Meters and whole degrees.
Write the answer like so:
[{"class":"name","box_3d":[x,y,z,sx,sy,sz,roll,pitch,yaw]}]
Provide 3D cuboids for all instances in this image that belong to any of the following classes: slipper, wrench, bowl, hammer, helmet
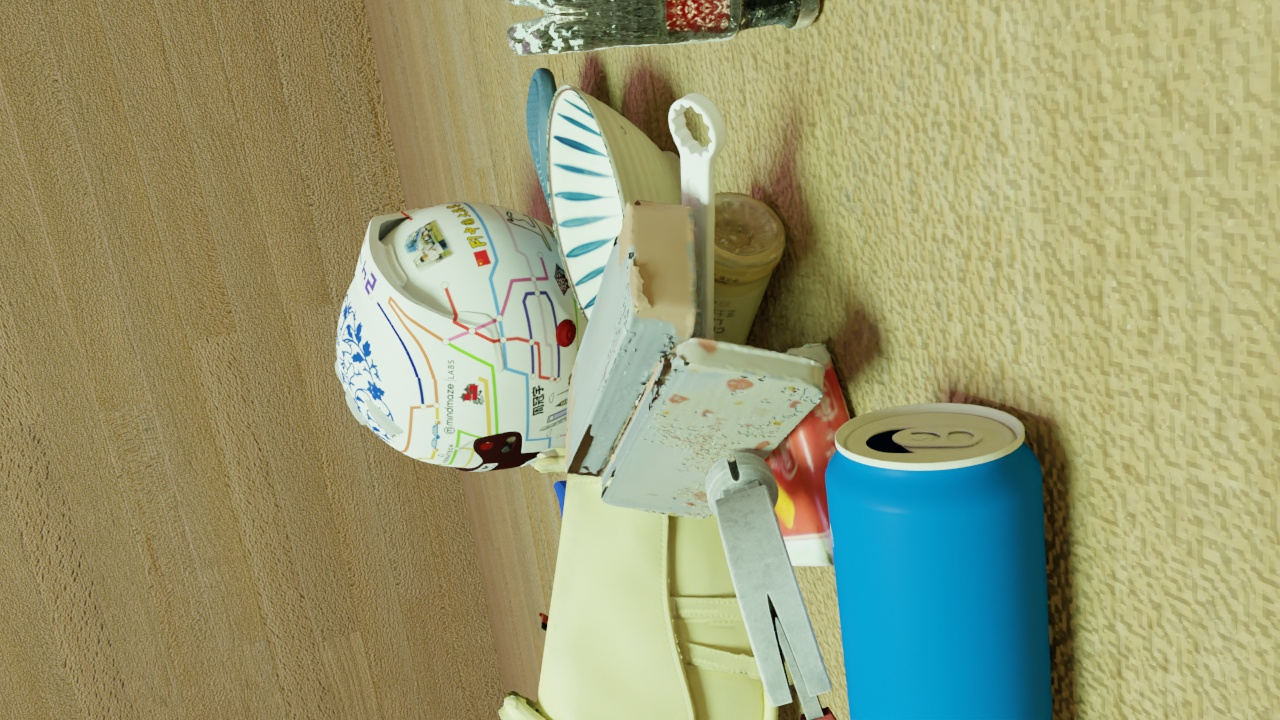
[{"class":"slipper","box_3d":[-0.053,-0.149,0.770,0.214,0.059,0.103,76,177,-49]},{"class":"wrench","box_3d":[0.032,-0.021,0.504,0.047,0.009,0.274,36,148,32]},{"class":"bowl","box_3d":[-0.007,-0.102,0.632,0.177,0.070,0.177,166,90,-73]},{"class":"hammer","box_3d":[0.099,0.208,0.471,0.126,0.036,0.316,-95,-14,-67]},{"class":"hammer","box_3d":[-0.022,-0.227,0.541,0.326,0.140,0.036,-116,20,-59]},{"class":"helmet","box_3d":[-0.179,-0.009,0.914,0.231,0.235,0.315,57,153,36]}]

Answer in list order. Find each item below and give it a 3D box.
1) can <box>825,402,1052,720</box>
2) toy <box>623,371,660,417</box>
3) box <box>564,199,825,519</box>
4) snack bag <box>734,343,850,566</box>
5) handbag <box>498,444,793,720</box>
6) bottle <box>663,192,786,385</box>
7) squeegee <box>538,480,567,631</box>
[{"class":"can","box_3d":[0.119,0.097,0.364,0.079,0.078,0.146,-152,51,-68]},{"class":"toy","box_3d":[-0.004,0.004,0.755,0.109,0.041,0.096,43,144,51]},{"class":"box","box_3d":[0.017,0.011,0.508,0.217,0.096,0.104,115,153,-61]},{"class":"snack bag","box_3d":[0.090,0.054,0.498,0.077,0.036,0.116,139,117,-71]},{"class":"handbag","box_3d":[0.008,0.177,0.630,0.088,0.190,0.233,-177,94,-77]},{"class":"bottle","box_3d":[0.041,-0.027,0.558,0.162,0.056,0.056,104,149,-55]},{"class":"squeegee","box_3d":[-0.057,0.202,0.913,0.249,0.055,0.184,58,-169,-56]}]
